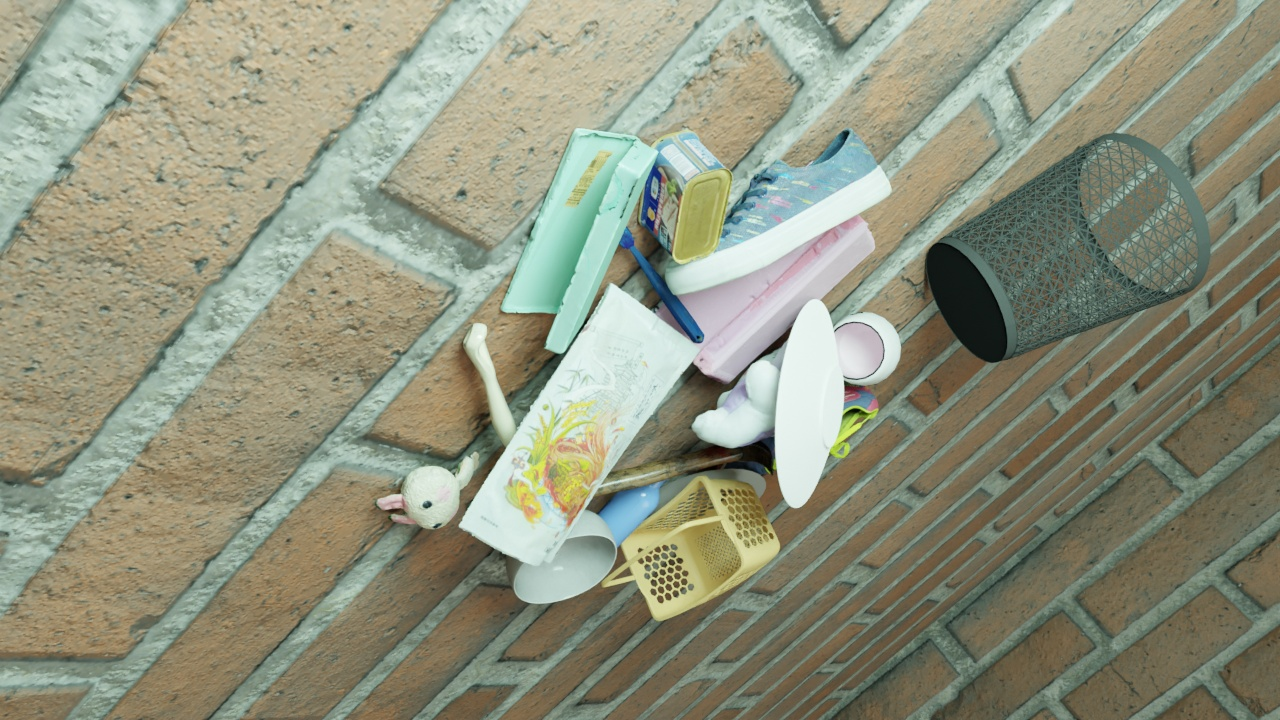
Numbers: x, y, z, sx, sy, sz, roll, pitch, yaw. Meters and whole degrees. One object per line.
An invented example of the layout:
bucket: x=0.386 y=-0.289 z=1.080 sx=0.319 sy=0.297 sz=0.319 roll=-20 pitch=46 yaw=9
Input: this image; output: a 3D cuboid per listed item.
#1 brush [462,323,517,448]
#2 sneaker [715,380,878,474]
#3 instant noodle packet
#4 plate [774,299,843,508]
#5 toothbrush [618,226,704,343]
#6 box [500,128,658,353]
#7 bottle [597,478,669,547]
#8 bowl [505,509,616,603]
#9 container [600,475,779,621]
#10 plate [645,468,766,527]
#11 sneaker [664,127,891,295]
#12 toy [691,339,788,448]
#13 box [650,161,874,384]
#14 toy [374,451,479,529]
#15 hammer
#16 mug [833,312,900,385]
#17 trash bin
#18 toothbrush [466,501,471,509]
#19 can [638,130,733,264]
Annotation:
brush: x=-0.135 y=0.065 z=0.891 sx=0.077 sy=0.062 sz=0.273 roll=-6 pitch=137 yaw=-4
sneaker: x=0.206 y=0.109 z=1.218 sx=0.242 sy=0.091 sz=0.116 roll=-38 pitch=149 yaw=4
instant noodle packet: x=-0.054 y=0.071 z=0.891 sx=0.146 sy=0.057 sz=0.269 roll=34 pitch=91 yaw=-45
plate: x=0.197 y=0.049 z=1.002 sx=0.228 sy=0.030 sz=0.229 roll=-21 pitch=114 yaw=-62
toothbrush: x=0.020 y=-0.069 z=0.871 sx=0.016 sy=0.017 sz=0.190 roll=-34 pitch=138 yaw=6
box: x=-0.059 y=-0.107 z=0.774 sx=0.189 sy=0.079 sz=0.077 roll=-63 pitch=179 yaw=34
bottle: x=-0.006 y=0.176 z=1.144 sx=0.131 sy=0.048 sz=0.048 roll=-48 pitch=145 yaw=17
bowl: x=-0.099 y=0.225 z=1.099 sx=0.131 sy=0.064 sz=0.132 roll=-16 pitch=138 yaw=-15
container: x=0.056 y=0.237 z=1.136 sx=0.166 sy=0.129 sz=0.184 roll=0 pitch=148 yaw=-43
plate: x=0.086 y=0.194 z=1.225 sx=0.172 sy=0.019 sz=0.173 roll=-9 pitch=147 yaw=-6
sneaker: x=0.119 y=-0.140 z=0.862 sx=0.235 sy=0.087 sz=0.079 roll=-28 pitch=103 yaw=-7
toy: x=0.147 y=0.040 z=1.042 sx=0.138 sy=0.085 sz=0.208 roll=-47 pitch=169 yaw=21
box: x=0.137 y=-0.077 z=0.965 sx=0.233 sy=0.055 sz=0.180 roll=-44 pitch=145 yaw=11
toy: x=-0.206 y=0.134 z=0.917 sx=0.112 sy=0.050 sz=0.087 roll=-21 pitch=144 yaw=-15
hammer: x=-0.010 y=0.138 z=1.050 sx=0.329 sy=0.120 sz=0.033 roll=-13 pitch=106 yaw=-17
mug: x=0.260 y=-0.006 z=1.135 sx=0.124 sy=0.090 sz=0.076 roll=-32 pitch=170 yaw=25
trash bin: x=0.499 y=-0.122 z=1.111 sx=0.243 sy=0.216 sz=0.217 roll=-26 pitch=146 yaw=-4
toothbrush: x=-0.112 y=0.113 z=1.004 sx=0.188 sy=0.014 sz=0.017 roll=-35 pitch=139 yaw=-3
can: x=0.038 y=-0.139 z=0.791 sx=0.053 sy=0.059 sz=0.100 roll=-20 pitch=142 yaw=-24
